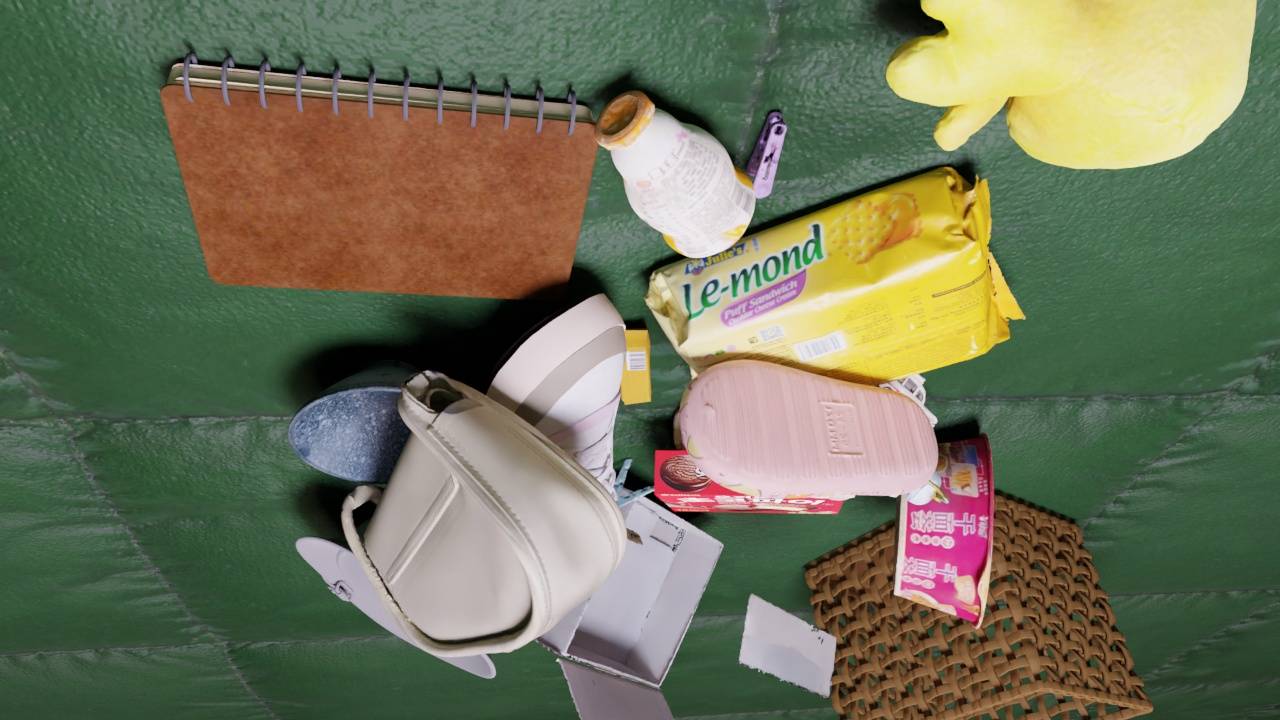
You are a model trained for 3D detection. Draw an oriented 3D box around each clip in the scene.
[{"bbox_3d":[0.076,-0.122,0.546,0.013,0.032,0.051,3,142,-11],"label":"clip"}]

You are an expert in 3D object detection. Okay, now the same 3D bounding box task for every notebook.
[{"bbox_3d":[-0.146,-0.099,0.544,0.225,0.024,0.168,2,145,-12],"label":"notebook"}]

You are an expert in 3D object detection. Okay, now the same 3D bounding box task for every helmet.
[{"bbox_3d":[-0.201,0.196,0.878,0.183,0.117,0.271,14,146,26],"label":"helmet"}]

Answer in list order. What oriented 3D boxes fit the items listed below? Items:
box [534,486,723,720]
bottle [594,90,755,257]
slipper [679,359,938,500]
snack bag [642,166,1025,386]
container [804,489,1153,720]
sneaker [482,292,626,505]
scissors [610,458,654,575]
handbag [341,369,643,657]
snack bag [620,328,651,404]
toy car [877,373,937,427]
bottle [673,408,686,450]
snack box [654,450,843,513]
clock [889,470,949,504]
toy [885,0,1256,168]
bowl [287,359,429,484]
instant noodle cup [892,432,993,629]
[{"bbox_3d":[0.014,0.279,0.826,0.165,0.329,0.167,-36,137,17],"label":"box"},{"bbox_3d":[0.019,-0.107,0.525,0.063,0.063,0.109,-26,140,25],"label":"bottle"},{"bbox_3d":[0.111,0.061,0.640,0.197,0.093,0.082,8,153,-20],"label":"slipper"},{"bbox_3d":[0.137,-0.033,0.643,0.248,0.068,0.159,-18,142,16],"label":"snack bag"},{"bbox_3d":[0.361,0.303,1.022,0.219,0.213,0.252,21,136,-33],"label":"container"},{"bbox_3d":[-0.050,0.075,0.690,0.111,0.116,0.295,-33,159,-34],"label":"sneaker"},{"bbox_3d":[-0.048,0.142,0.820,0.130,0.134,0.015,3,136,27],"label":"scissors"},{"bbox_3d":[-0.110,0.109,0.650,0.131,0.184,0.230,-30,166,-44],"label":"handbag"},{"bbox_3d":[-0.004,0.004,0.713,0.026,0.020,0.099,-2,145,2],"label":"snack bag"},{"bbox_3d":[0.215,0.017,0.755,0.039,0.039,0.113,-46,134,14],"label":"toy car"},{"bbox_3d":[0.083,0.063,0.790,0.109,0.044,0.044,6,143,-17],"label":"bottle"},{"bbox_3d":[0.097,0.108,0.802,0.152,0.035,0.133,-1,165,10],"label":"snack box"},{"bbox_3d":[0.212,0.079,0.769,0.057,0.117,0.083,-50,138,-1],"label":"clock"},{"bbox_3d":[0.225,-0.156,0.467,0.207,0.092,0.134,7,140,-14],"label":"toy"},{"bbox_3d":[-0.192,0.037,0.698,0.137,0.057,0.137,-4,144,-3],"label":"bowl"},{"bbox_3d":[0.276,0.153,0.853,0.078,0.178,0.179,4,147,15],"label":"instant noodle cup"}]
